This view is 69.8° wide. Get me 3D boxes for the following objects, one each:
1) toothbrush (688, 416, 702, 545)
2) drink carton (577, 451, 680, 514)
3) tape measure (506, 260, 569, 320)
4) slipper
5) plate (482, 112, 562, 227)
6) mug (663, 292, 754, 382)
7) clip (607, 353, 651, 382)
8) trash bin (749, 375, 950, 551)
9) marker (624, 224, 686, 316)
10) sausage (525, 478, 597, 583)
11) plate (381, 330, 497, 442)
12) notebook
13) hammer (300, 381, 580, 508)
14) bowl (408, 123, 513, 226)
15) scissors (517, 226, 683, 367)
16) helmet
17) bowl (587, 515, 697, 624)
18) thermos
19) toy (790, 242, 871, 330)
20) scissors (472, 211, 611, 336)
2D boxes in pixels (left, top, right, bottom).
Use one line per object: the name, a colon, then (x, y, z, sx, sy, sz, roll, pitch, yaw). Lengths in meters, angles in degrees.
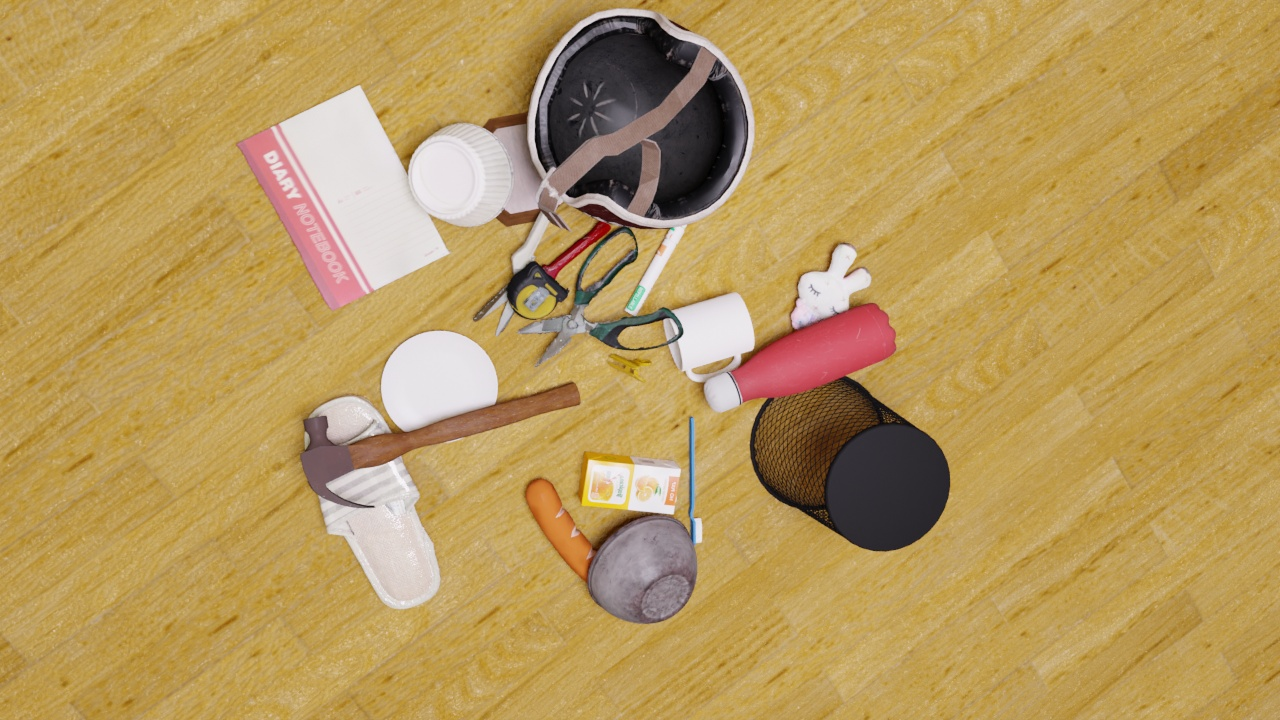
toothbrush: (0.069, 0.153, 1.164, 0.014, 0.016, 0.167, -2, 99, -10)
drink carton: (-0.011, 0.152, 1.137, 0.122, 0.040, 0.058, 7, 98, -11)
tape measure: (-0.123, -0.076, 1.066, 0.061, 0.034, 0.061, -45, 129, 7)
slipper: (-0.313, 0.173, 1.083, 0.114, 0.054, 0.273, -18, 102, -2)
plate: (-0.138, -0.221, 1.059, 0.131, 0.025, 0.131, -2, 100, -10)
mug: (0.084, -0.020, 1.116, 0.090, 0.073, 0.111, -17, 128, -7)
clip: (-0.007, 0.004, 1.116, 0.046, 0.053, 0.037, 19, 93, -43)
trash bin: (0.250, 0.122, 1.091, 0.184, 0.210, 0.184, -2, 99, -10)
marker: (0.023, -0.120, 1.109, 0.017, 0.017, 0.145, 29, 94, -13)
sausage: (-0.089, 0.217, 1.134, 0.044, 0.039, 0.164, -36, 104, -9)
plate: (-0.238, 0.031, 1.091, 0.134, 0.011, 0.134, -2, 100, -10)
notebook: (-0.333, -0.181, 1.038, 0.153, 0.012, 0.209, -28, 103, -4)
hammer: (-0.223, 0.083, 1.062, 0.322, 0.033, 0.115, -16, 91, -19)
bowl: (-0.204, -0.203, 1.011, 0.115, 0.062, 0.115, 3, 104, 12)
scissors: (-0.054, -0.077, 1.087, 0.206, 0.015, 0.179, -6, 79, 10)
helmet: (-0.006, -0.240, 0.961, 0.233, 0.253, 0.233, 19, 100, -37)
bowl: (0.015, 0.267, 1.119, 0.144, 0.067, 0.145, -14, 123, -24)
thermos: (0.189, 0.003, 1.111, 0.239, 0.073, 0.073, -21, 102, -8)
toy: (0.235, -0.084, 1.143, 0.079, 0.038, 0.123, 39, 96, -26)
scissors: (-0.115, -0.120, 1.076, 0.186, 0.015, 0.179, -12, 121, -20)
